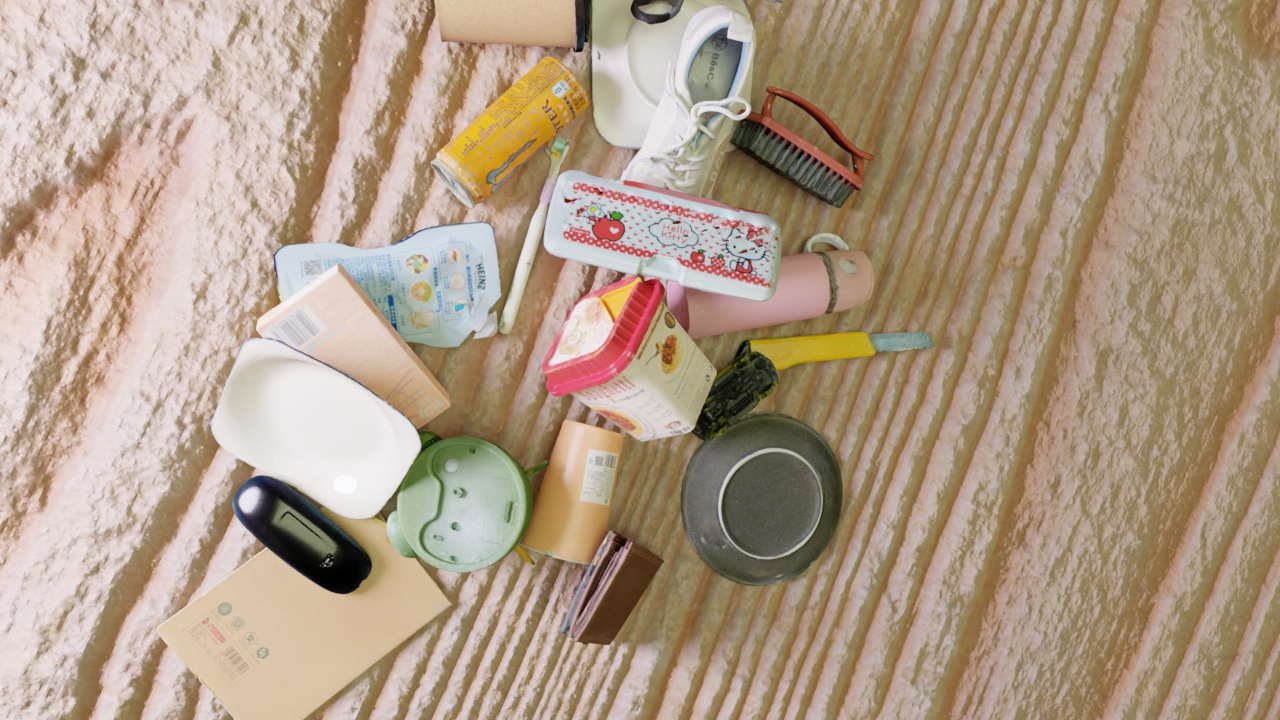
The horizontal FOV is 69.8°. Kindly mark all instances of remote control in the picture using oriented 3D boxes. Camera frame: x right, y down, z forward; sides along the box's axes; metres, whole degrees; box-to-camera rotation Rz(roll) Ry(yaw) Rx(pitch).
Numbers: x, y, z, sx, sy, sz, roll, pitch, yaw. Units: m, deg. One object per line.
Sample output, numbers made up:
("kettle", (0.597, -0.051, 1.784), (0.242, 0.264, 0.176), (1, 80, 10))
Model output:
("remote control", (-0.296, 0.155, 0.805), (0.136, 0.024, 0.053), (43, 82, -13))

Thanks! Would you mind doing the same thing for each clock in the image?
("clock", (-0.166, 0.124, 0.814), (0.161, 0.056, 0.116), (7, 85, 9))

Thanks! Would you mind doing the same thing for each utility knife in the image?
("utility knife", (0.202, -0.012, 0.943), (0.223, 0.015, 0.033), (-4, 94, -13))

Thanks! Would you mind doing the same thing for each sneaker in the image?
("sneaker", (0.045, -0.194, 0.824), (0.089, 0.090, 0.242), (16, 108, -15))

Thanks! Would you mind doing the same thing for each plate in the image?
("plate", (0.036, -0.283, 0.873), (0.164, 0.034, 0.163), (-1, 94, -16))
("plate", (0.129, 0.143, 0.930), (0.179, 0.024, 0.179), (-1, 94, -15))
("plate", (-0.268, 0.054, 0.773), (0.163, 0.034, 0.165), (33, 128, -11))

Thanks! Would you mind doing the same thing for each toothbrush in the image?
("toothbrush", (-0.102, -0.116, 0.854), (0.020, 0.029, 0.189), (16, 91, -56))

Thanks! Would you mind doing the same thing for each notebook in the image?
("notebook", (-0.298, 0.230, 0.827), (0.207, 0.008, 0.148), (-37, 102, -10))

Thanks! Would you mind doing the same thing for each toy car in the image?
("toy car", (0.087, 0.033, 0.905), (0.105, 0.032, 0.048), (-39, 102, -3))

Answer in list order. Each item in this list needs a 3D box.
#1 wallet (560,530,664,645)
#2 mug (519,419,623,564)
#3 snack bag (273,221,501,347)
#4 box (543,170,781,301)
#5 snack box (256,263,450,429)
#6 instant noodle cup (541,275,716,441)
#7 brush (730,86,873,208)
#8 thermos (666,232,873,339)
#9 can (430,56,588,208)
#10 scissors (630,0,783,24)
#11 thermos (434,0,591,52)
("wallet", (-0.026, 0.216, 0.852), (0.032, 0.124, 0.101), (27, 80, 22))
("mug", (-0.058, 0.121, 0.853), (0.078, 0.078, 0.122), (16, 85, -16))
("snack bag", (-0.218, -0.059, 0.815), (0.190, 0.039, 0.110), (-9, 96, -15))
("box", (0.018, -0.096, 0.789), (0.201, 0.096, 0.100), (11, 47, -6))
("snack box", (-0.244, 0.003, 0.792), (0.084, 0.026, 0.157), (-35, 117, -2))
("instant noodle cup", (-0.005, 0.005, 0.836), (0.124, 0.117, 0.116), (43, 53, -26))
("brush", (0.164, -0.205, 0.890), (0.145, 0.063, 0.069), (25, 101, -27))
("thermos", (0.126, -0.076, 0.898), (0.198, 0.067, 0.087), (-12, 67, -14))
("can", (-0.116, -0.205, 0.823), (0.146, 0.058, 0.058), (-45, 103, -8))
("scissors", (0.047, -0.363, 0.862), (0.159, 0.014, 0.180), (41, 59, 5))
("thermos", (-0.107, -0.317, 0.808), (0.143, 0.093, 0.093), (-5, 95, -6))
